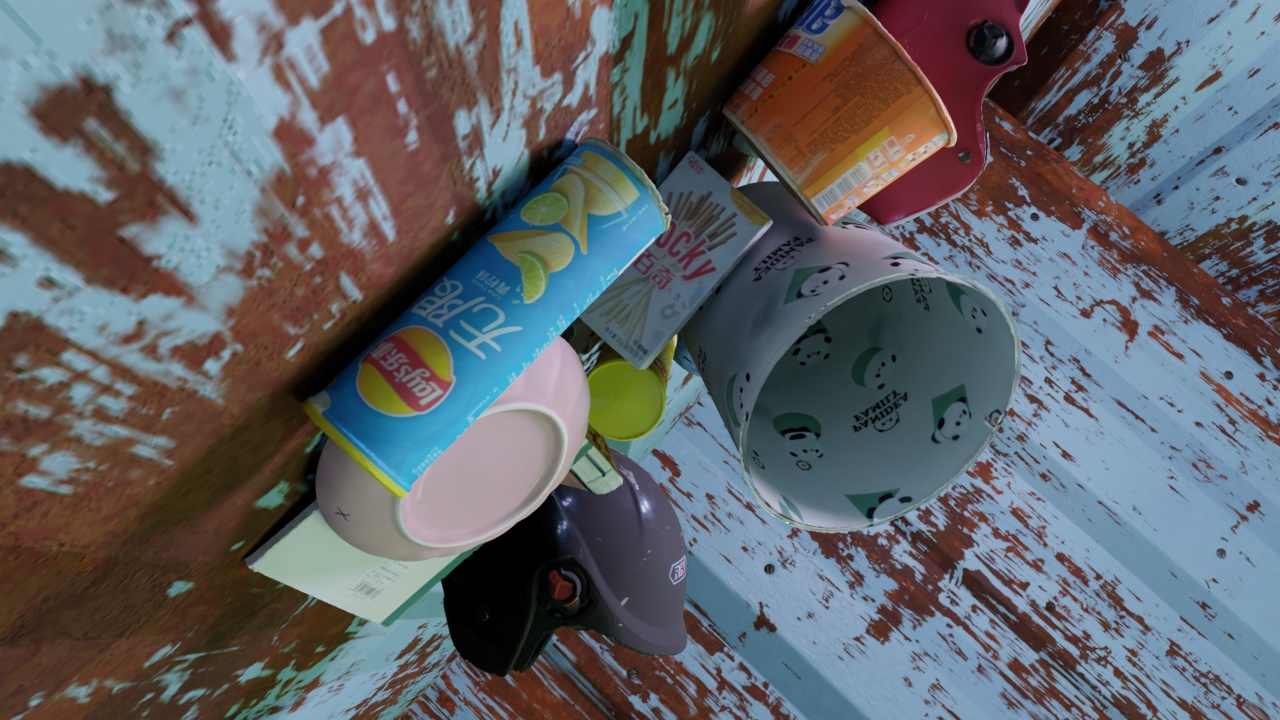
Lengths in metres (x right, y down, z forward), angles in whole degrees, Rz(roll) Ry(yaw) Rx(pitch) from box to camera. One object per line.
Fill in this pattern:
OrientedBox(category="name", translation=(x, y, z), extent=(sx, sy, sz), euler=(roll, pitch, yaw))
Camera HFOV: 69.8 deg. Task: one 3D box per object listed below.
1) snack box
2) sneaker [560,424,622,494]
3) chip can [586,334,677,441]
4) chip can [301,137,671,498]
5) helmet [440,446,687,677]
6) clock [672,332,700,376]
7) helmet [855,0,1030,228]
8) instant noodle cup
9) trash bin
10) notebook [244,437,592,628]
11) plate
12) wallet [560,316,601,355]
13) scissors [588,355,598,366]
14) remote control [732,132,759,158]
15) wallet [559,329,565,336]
OrientedBox(category="snack box", translation=(0.021, -0.077, 0.720), extent=(0.157, 0.084, 0.027), euler=(-49, 170, 9))
OrientedBox(category="sneaker", translation=(-0.089, 0.066, 0.757), extent=(0.088, 0.118, 0.241), euler=(-29, 154, 7))
OrientedBox(category="chip can", translation=(-0.005, 0.005, 0.849), extent=(0.072, 0.072, 0.213), euler=(-50, -174, 16))
OrientedBox(category="chip can", translation=(-0.079, -0.026, 0.496), extent=(0.210, 0.071, 0.071), euler=(-47, 172, -12))
OrientedBox(category="helmet", translation=(-0.068, 0.195, 0.943), extent=(0.233, 0.275, 0.230), euler=(8, 97, -71))
OrientedBox(category="clock", translation=(0.101, -0.050, 1.182), extent=(0.159, 0.117, 0.059), euler=(-52, -179, 44))
OrientedBox(category="helmet", translation=(0.234, -0.250, 0.823), extent=(0.207, 0.144, 0.240), euler=(-167, -79, -84))
OrientedBox(category="instant noodle cup", translation=(0.139, -0.179, 0.677), extent=(0.111, 0.151, 0.151), euler=(-41, 173, 12))
OrientedBox(category="trash bin", translation=(0.146, -0.023, 0.777), extent=(0.230, 0.229, 0.251), euler=(-50, -147, 14))
OrientedBox(category="notebook", translation=(-0.141, 0.096, 0.637), extent=(0.209, 0.012, 0.150), euler=(-41, 143, -3))
OrientedBox(category="plate", translation=(-0.108, 0.064, 0.591), extent=(0.192, 0.039, 0.193), euler=(-26, 141, -23))
OrientedBox(category="wallet", translation=(-0.039, -0.037, 0.830), extent=(0.114, 0.024, 0.087), euler=(-44, 175, -38))
OrientedBox(category="scissors", translation=(0.010, -0.047, 1.060), extent=(0.189, 0.015, 0.223), euler=(-50, 172, 15))
OrientedBox(category="remote control", translation=(0.116, -0.208, 0.822), extent=(0.056, 0.020, 0.135), euler=(-49, 172, 19))
OrientedBox(category="wallet", translation=(-0.062, -0.051, 0.656), extent=(0.101, 0.020, 0.115), euler=(-52, 168, 23))
